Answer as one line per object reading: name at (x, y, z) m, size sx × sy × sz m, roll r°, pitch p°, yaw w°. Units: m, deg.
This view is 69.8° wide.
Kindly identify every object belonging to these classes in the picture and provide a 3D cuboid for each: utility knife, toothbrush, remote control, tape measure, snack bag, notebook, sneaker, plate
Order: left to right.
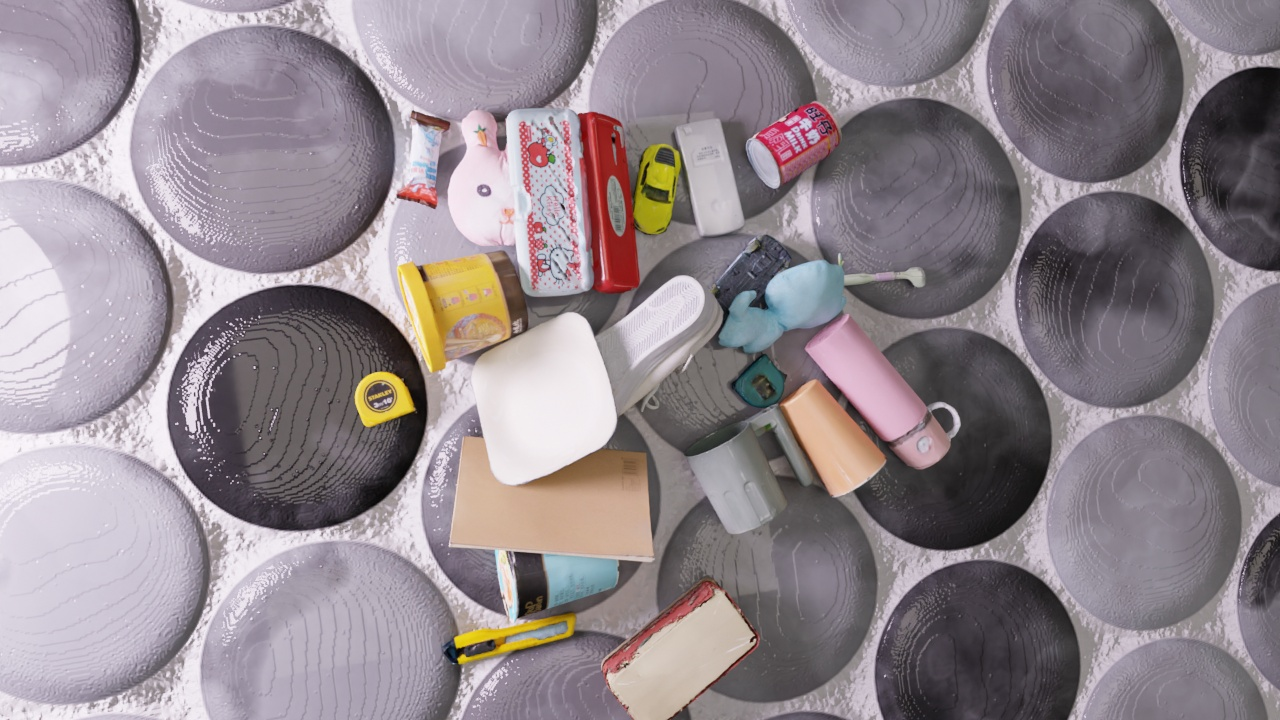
tape measure at (-0.283, 0.041, 1.007) m, size 0.060 × 0.029 × 0.057 m, roll -21°, pitch 93°, yaw -9°
snack bag at (-0.241, -0.223, 1.021) m, size 0.048 × 0.026 × 0.104 m, roll 12°, pitch 87°, yaw -21°
utility knife at (-0.146, 0.311, 1.030) m, size 0.153 × 0.015 × 0.033 m, roll -12°, pitch 93°, yaw -9°
plate at (-0.101, 0.044, 0.999) m, size 0.164 × 0.034 × 0.164 m, roll -25°, pitch 67°, yaw 19°
notebook at (-0.092, 0.146, 0.994) m, size 0.211 × 0.149 × 0.012 m, roll 6°, pitch 132°, yaw -9°
sneaker at (-0.006, 0.006, 1.034) m, size 0.242 × 0.090 × 0.089 m, roll -42°, pitch 62°, yaw 10°
remote control at (0.081, -0.213, 1.074) m, size 0.056 × 0.019 × 0.135 m, roll -14°, pitch 91°, yaw -9°
tape measure at (0.142, 0.028, 1.077) m, size 0.058 × 0.025 × 0.054 m, roll -44°, pitch 94°, yaw -7°
toothbrush at (0.249, -0.094, 1.100) m, size 0.189 × 0.020 × 0.029 m, roll -5°, pitch 59°, yaw -8°

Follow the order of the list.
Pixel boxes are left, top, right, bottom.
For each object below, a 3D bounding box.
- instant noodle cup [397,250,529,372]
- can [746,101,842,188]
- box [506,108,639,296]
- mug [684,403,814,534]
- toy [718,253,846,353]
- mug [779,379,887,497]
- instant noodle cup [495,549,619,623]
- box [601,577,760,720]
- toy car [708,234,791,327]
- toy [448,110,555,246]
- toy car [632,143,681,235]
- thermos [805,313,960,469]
instant noodle cup at (-0.189, -0.060, 0.985) m, size 0.114 × 0.119 × 0.118 m, roll -19°, pitch 92°, yaw -17°
can at (0.179, -0.252, 1.067) m, size 0.093 × 0.066 × 0.066 m, roll -33°, pitch 94°, yaw -8°
box at (-0.068, -0.172, 1.003) m, size 0.159 × 0.065 × 0.201 m, roll -6°, pitch 90°, yaw -39°
mug at (0.127, 0.123, 1.043) m, size 0.124 × 0.084 × 0.103 m, roll -28°, pitch 95°, yaw -7°
toy at (0.171, -0.064, 1.052) m, size 0.161 × 0.049 × 0.156 m, roll 17°, pitch 122°, yaw -45°
mug at (0.218, 0.086, 1.065) m, size 0.078 × 0.078 × 0.123 m, roll -36°, pitch 90°, yaw -8°
instant noodle cup at (-0.090, 0.220, 1.002) m, size 0.120 × 0.111 × 0.111 m, roll -7°, pitch 90°, yaw -18°
box at (0.044, 0.329, 1.028) m, size 0.168 × 0.077 × 0.091 m, roll -38°, pitch 95°, yaw -8°
toy car at (0.123, -0.092, 1.071) m, size 0.054 × 0.037 × 0.120 m, roll 41°, pitch 93°, yaw -8°
toy at (-0.155, -0.205, 1.023) m, size 0.121 × 0.054 × 0.159 m, roll -4°, pitch 82°, yaw -11°
toy car at (0.019, -0.198, 1.058) m, size 0.048 × 0.032 × 0.105 m, roll 11°, pitch 89°, yaw -9°
thermos at (0.289, 0.033, 1.076) m, size 0.087 × 0.067 × 0.198 m, roll -42°, pitch 94°, yaw 7°
